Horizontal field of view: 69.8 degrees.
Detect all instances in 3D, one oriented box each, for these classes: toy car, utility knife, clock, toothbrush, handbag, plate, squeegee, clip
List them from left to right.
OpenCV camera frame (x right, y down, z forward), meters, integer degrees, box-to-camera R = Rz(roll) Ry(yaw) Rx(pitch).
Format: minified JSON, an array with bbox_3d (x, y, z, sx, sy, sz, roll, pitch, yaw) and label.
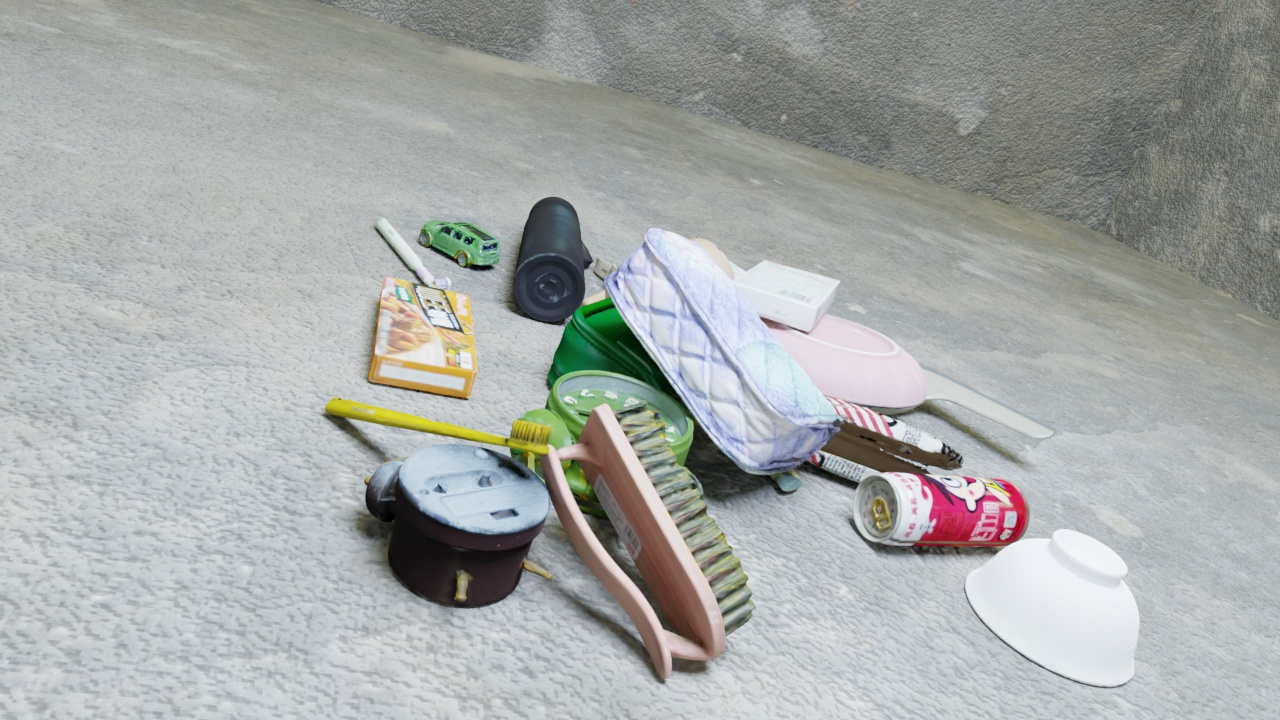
[{"bbox_3d":[-0.227,-0.103,0.894,0.189,0.029,0.020,43,-10,48],"label":"toothbrush"},{"bbox_3d":[-0.127,0.036,0.552,0.190,0.016,0.015,6,-7,36],"label":"toothbrush"},{"bbox_3d":[-0.102,0.082,0.506,0.081,0.055,0.122,-4,30,-42],"label":"clock"},{"bbox_3d":[-0.187,-0.124,0.955,0.091,0.036,0.043,24,24,23],"label":"toy car"},{"bbox_3d":[-0.024,0.060,0.619,0.116,0.056,0.160,21,23,9],"label":"clock"},{"bbox_3d":[-0.024,-0.092,1.009,0.060,0.034,0.097,15,17,-7],"label":"clip"},{"bbox_3d":[-0.005,0.004,0.763,0.120,0.068,0.131,36,25,17],"label":"handbag"},{"bbox_3d":[0.059,-0.006,0.696,0.194,0.076,0.134,56,23,22],"label":"handbag"},{"bbox_3d":[0.087,0.060,0.770,0.031,0.019,0.178,13,17,-28],"label":"utility knife"},{"bbox_3d":[0.181,-0.011,0.872,0.192,0.039,0.192,12,18,-4],"label":"plate"},{"bbox_3d":[0.224,0.037,0.890,0.246,0.039,0.246,-1,23,-36],"label":"squeegee"}]

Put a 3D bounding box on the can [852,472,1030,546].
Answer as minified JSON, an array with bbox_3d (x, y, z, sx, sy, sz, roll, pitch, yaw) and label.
[{"bbox_3d":[0.227,0.113,0.692,0.132,0.053,0.053,6,25,-27],"label":"can"}]

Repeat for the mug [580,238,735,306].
[{"bbox_3d":[0.015,-0.067,0.905,0.125,0.084,0.103,6,24,46],"label":"mug"}]

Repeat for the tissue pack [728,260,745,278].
[{"bbox_3d":[0.073,-0.075,1.001,0.089,0.063,0.140,1,30,-44],"label":"tissue pack"}]

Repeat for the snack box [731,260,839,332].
[{"bbox_3d":[0.142,-0.066,0.901,0.085,0.027,0.156,18,18,15],"label":"snack box"}]

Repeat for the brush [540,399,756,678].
[{"bbox_3d":[0.003,0.098,0.506,0.073,0.063,0.145,-20,68,-26],"label":"brush"}]

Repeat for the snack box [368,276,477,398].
[{"bbox_3d":[-0.173,-0.021,0.731,0.075,0.026,0.153,12,23,-18],"label":"snack box"}]

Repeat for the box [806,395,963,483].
[{"bbox_3d":[0.179,0.080,0.762,0.163,0.077,0.075,19,-5,0],"label":"box"}]

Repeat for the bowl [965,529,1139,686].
[{"bbox_3d":[0.293,0.156,0.629,0.118,0.065,0.118,15,22,-6],"label":"bowl"}]

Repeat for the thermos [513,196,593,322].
[{"bbox_3d":[-0.083,-0.109,0.963,0.090,0.068,0.242,36,17,-17],"label":"thermos"}]
